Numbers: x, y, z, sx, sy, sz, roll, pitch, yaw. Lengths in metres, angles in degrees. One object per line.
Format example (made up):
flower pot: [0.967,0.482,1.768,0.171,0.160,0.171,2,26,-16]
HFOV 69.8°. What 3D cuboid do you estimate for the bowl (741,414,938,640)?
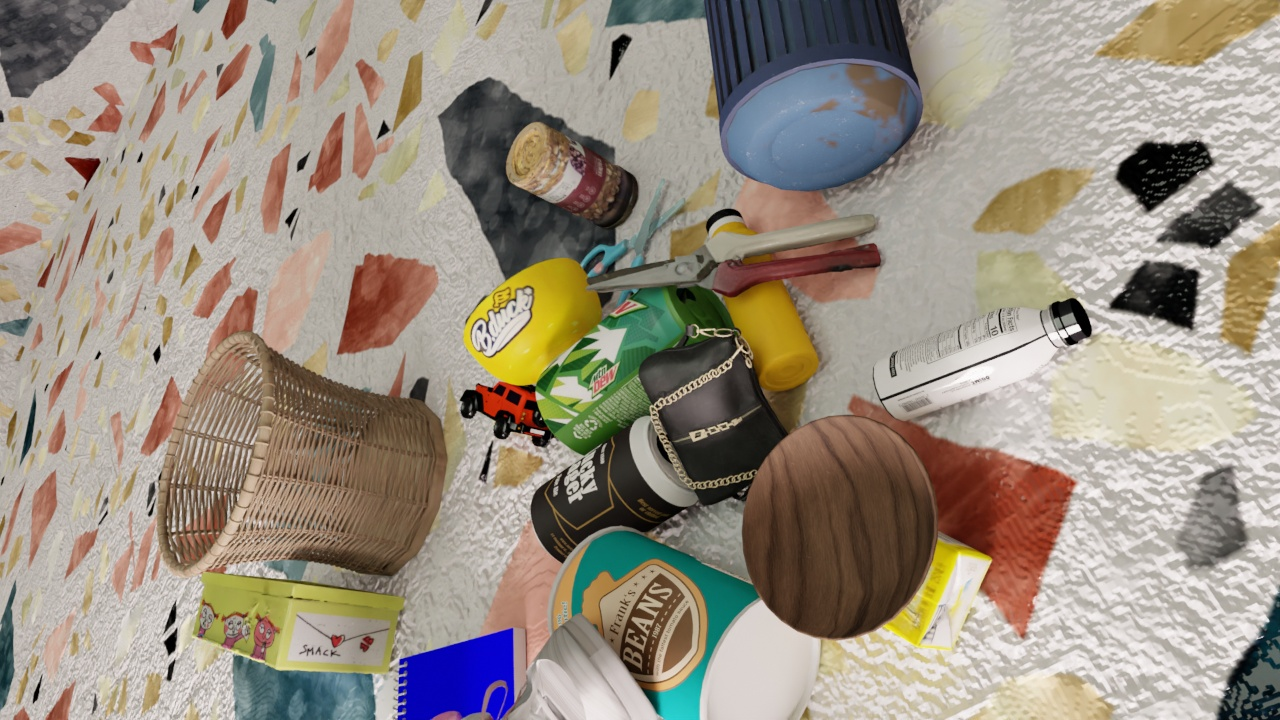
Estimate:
bowl: [0.112,0.091,0.499,0.120,0.032,0.119,-20,61,39]

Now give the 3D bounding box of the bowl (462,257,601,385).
bowl: [-0.079,-0.021,0.759,0.117,0.117,0.067,-46,71,24]

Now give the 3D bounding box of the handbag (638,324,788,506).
handbag: [0.053,0.035,0.603,0.079,0.128,0.054,-21,16,22]

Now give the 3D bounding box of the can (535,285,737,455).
can: [-0.004,0.004,0.683,0.144,0.083,0.083,-39,50,30]

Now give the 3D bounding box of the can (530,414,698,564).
can: [-0.018,0.097,0.669,0.129,0.071,0.071,-37,51,31]

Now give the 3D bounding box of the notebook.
notebook: [-0.153,0.342,0.755,0.172,0.022,0.208,-26,57,36]

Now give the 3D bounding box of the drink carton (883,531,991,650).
drink carton: [0.126,0.109,0.535,0.135,0.043,0.058,26,95,49]

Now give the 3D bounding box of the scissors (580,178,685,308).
scissors: [-0.006,-0.084,0.772,0.139,0.015,0.117,-40,49,36]

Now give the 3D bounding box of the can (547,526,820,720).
can: [0.024,0.171,0.575,0.144,0.099,0.099,12,83,48]

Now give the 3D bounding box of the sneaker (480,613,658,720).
sneaker: [-0.062,0.246,0.568,0.099,0.089,0.237,43,142,24]

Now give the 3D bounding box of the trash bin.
trash bin: [0.106,-0.248,0.627,0.140,0.139,0.249,-25,59,38]

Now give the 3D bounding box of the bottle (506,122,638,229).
bottle: [-0.058,-0.157,0.786,0.056,0.105,0.056,-20,61,41]

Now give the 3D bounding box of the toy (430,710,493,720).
toy: [-0.181,0.352,0.678,0.128,0.186,0.266,49,143,8]

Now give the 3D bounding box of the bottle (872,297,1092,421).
bottle: [0.190,-0.003,0.512,0.116,0.041,0.041,-27,57,38]

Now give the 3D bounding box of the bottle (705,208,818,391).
bottle: [0.080,-0.048,0.644,0.043,0.043,0.143,-40,49,29]

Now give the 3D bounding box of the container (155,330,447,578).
container: [-0.326,0.107,0.898,0.228,0.196,0.226,-20,61,41]

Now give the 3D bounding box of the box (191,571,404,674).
box: [-0.350,0.258,0.923,0.221,0.124,0.079,-6,70,47]

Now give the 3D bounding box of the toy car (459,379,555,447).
toy car: [-0.113,0.041,0.808,0.100,0.051,0.049,22,94,48]

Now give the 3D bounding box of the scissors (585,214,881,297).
scissors: [0.062,-0.060,0.615,0.188,0.015,0.140,-37,65,-6]
